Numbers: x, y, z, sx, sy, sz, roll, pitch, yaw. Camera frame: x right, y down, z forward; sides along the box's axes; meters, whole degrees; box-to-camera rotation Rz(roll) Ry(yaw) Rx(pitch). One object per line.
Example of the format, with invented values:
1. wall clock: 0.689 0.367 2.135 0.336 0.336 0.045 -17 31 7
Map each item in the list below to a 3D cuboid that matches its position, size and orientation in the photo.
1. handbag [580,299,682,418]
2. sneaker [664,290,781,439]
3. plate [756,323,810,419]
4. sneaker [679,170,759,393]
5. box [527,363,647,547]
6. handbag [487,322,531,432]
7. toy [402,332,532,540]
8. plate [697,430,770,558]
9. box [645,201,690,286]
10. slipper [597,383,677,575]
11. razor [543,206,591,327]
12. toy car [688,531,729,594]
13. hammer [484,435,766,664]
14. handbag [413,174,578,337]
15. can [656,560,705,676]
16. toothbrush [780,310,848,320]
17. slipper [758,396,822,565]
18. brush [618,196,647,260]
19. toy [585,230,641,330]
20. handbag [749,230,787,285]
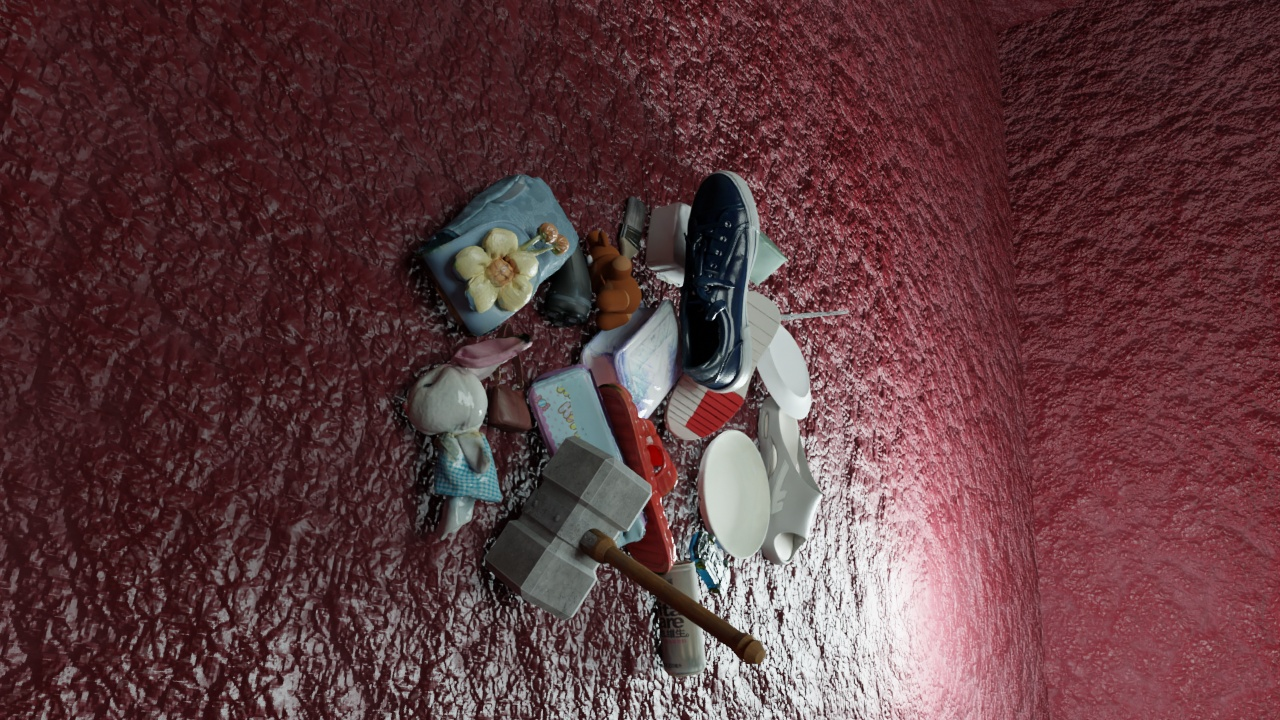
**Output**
1. handbag: -0.007 0.007 1.154 0.158 0.069 0.126 -49 133 -48
2. sneaker: 0.102 0.014 1.285 0.090 0.104 0.236 34 72 -9
3. plate: 0.236 0.003 1.493 0.188 0.016 0.188 37 40 -40
4. sneaker: 0.086 -0.111 1.168 0.127 0.121 0.294 16 73 -51
5. box: -0.057 0.112 1.031 0.065 0.078 0.214 -80 152 -75
6. handbag: -0.143 0.016 0.995 0.055 0.029 0.119 22 58 -54
7. toy: -0.182 0.070 0.889 0.105 0.131 0.205 13 77 -20
8. plate: 0.128 0.192 1.314 0.182 0.034 0.182 19 66 -51
9. box: 0.049 -0.156 1.298 0.107 0.091 0.102 20 71 -44
10. slipper: -0.002 0.135 1.092 0.059 0.104 0.249 -30 114 -39
11. razor: -0.095 -0.109 1.070 0.063 0.053 0.140 -12 89 -48
12. toy car: 0.091 0.275 1.242 0.105 0.032 0.048 59 39 -35
13. hammer: 0.000 0.200 0.858 0.083 0.318 0.162 42 77 -40
14. handbag: -0.136 -0.116 0.956 0.191 0.119 0.122 -49 120 -42
15. can: 0.049 0.323 1.153 0.054 0.054 0.135 3 79 -54
16. toothbrush: 0.233 -0.064 1.402 0.010 0.182 0.010 45 52 -42
17. slipper: 0.238 0.182 1.430 0.113 0.081 0.265 30 57 -51
18. brush: -0.016 -0.156 1.225 0.039 0.012 0.151 40 52 -42
19. toy: -0.043 -0.103 1.114 0.065 0.095 0.127 -13 60 -21
20. handbag: 0.150 -0.178 1.377 0.121 0.067 0.106 30 22 -46
